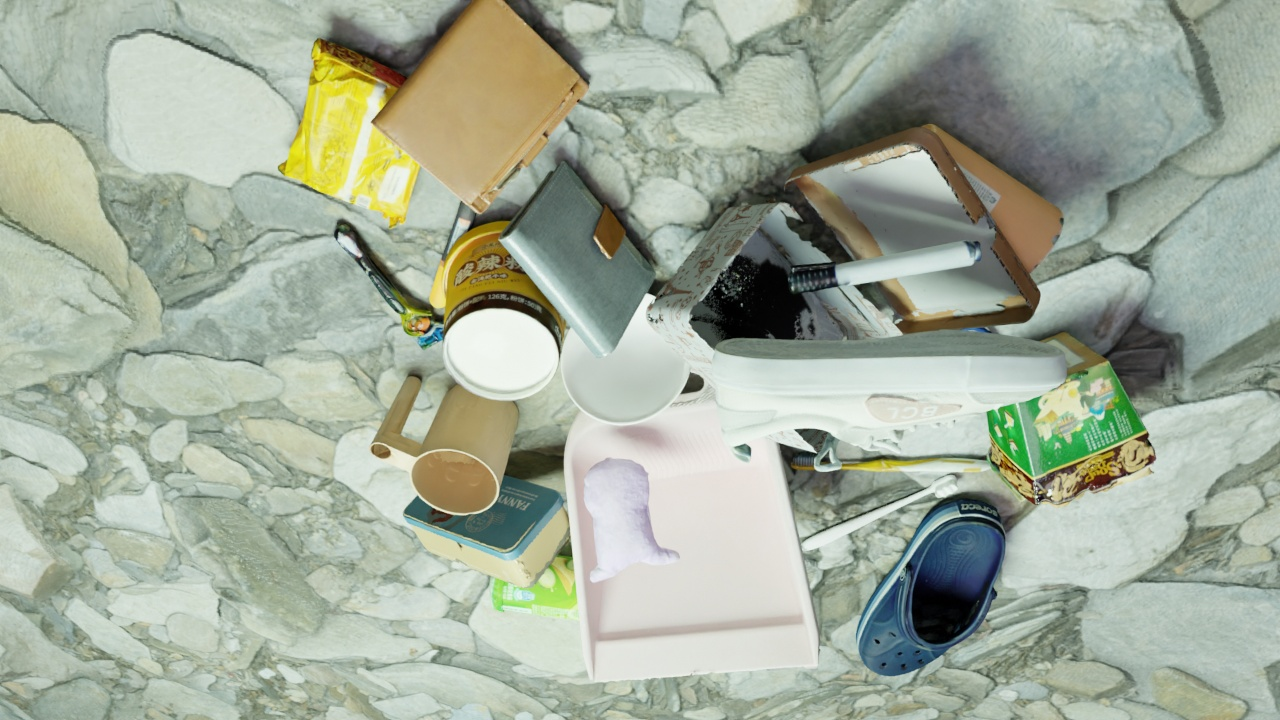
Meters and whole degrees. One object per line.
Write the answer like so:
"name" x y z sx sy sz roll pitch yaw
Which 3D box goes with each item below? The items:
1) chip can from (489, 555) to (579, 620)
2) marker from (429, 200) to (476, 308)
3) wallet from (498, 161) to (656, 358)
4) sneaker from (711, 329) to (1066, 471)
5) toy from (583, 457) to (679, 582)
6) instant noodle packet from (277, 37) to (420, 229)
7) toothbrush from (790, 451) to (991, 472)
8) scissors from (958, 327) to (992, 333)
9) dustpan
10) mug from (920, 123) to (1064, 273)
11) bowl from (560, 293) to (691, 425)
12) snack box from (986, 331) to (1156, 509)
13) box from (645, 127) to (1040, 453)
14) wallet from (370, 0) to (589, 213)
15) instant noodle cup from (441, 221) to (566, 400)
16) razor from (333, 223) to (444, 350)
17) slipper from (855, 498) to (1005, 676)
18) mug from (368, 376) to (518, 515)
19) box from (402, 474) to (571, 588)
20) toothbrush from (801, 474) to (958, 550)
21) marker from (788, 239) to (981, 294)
"chip can" -0.055 0.254 1.014 0.221 0.072 0.073 7 128 1
"marker" -0.161 -0.097 0.798 0.018 0.015 0.124 20 124 -10
"wallet" -0.043 -0.083 0.737 0.037 0.106 0.130 -12 128 42
"sneaker" 0.172 0.031 0.639 0.242 0.089 0.091 -2 105 3
"toy" -0.015 0.140 0.830 0.084 0.039 0.108 -12 82 3
"instant noodle packet" -0.221 -0.175 0.728 0.110 0.044 0.129 25 129 -13
"toothbrush" 0.243 0.099 0.892 0.191 0.016 0.018 -1 118 9
"scissors" 0.319 0.026 0.830 0.171 0.012 0.141 14 127 -5
"dustpan" 0.030 0.148 0.843 0.223 0.272 0.139 -11 150 12
"mug" 0.245 -0.118 0.692 0.122 0.078 0.078 34 124 -12
"bowl" -0.005 0.005 0.813 0.118 0.118 0.064 -9 163 14
"snack box" 0.353 0.043 0.778 0.118 0.117 0.105 -23 108 7
"box" 0.142 -0.032 0.695 0.180 0.156 0.227 46 150 -24
"wallet" -0.116 -0.190 0.682 0.108 0.031 0.132 39 96 -22
"instant noodle cup" -0.112 -0.037 0.764 0.118 0.114 0.119 -1 128 -1
"razor" -0.226 -0.065 0.826 0.043 0.022 0.143 -25 120 21
"slipper" 0.310 0.255 0.955 0.105 0.095 0.253 15 124 -1
"mug" -0.183 0.073 0.873 0.124 0.103 0.084 25 126 -12
"box" -0.146 0.161 0.905 0.185 0.089 0.059 5 132 38
"toothbrush" 0.241 0.160 0.938 0.180 0.016 0.016 -31 115 27
"marker" 0.166 -0.065 0.628 0.131 0.018 0.023 -10 111 4
